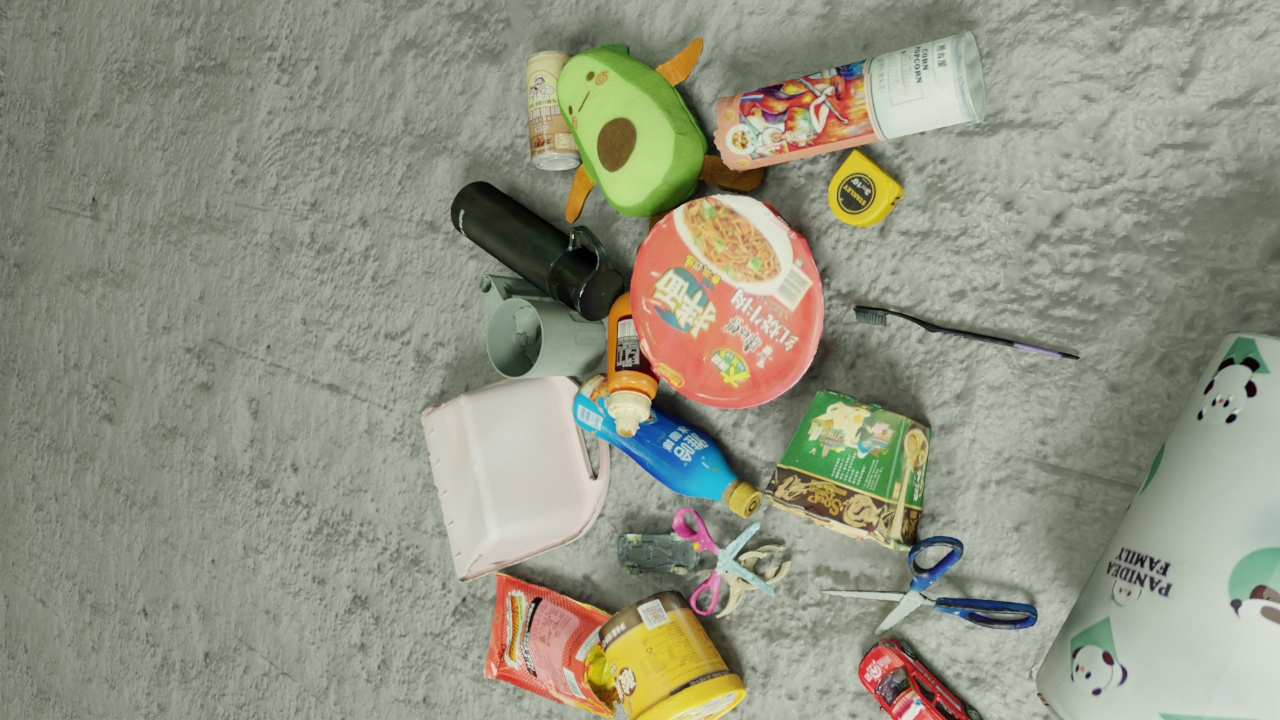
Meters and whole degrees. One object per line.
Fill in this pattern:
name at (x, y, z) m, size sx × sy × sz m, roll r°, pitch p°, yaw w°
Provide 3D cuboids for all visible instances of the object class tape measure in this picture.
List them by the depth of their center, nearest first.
tape measure at (0.193, -0.145, 0.795) m, size 0.060 × 0.028 × 0.057 m, roll 49°, pitch 117°, yaw 26°

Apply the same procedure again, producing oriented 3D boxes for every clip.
clip at (0.098, 0.206, 0.871) m, size 0.100 × 0.034 × 0.070 m, roll -37°, pitch 69°, yaw 37°

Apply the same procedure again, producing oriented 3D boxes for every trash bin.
trash bin at (0.390, 0.131, 0.534) m, size 0.230 × 0.229 × 0.252 m, roll 26°, pitch 100°, yaw 35°

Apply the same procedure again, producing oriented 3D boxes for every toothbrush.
toothbrush at (0.261, -0.021, 0.754) m, size 0.189 × 0.014 × 0.017 m, roll 17°, pitch 108°, yaw 36°

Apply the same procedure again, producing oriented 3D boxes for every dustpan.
dustpan at (-0.146, 0.130, 1.075) m, size 0.274 × 0.138 × 0.222 m, roll -33°, pitch 70°, yaw 63°

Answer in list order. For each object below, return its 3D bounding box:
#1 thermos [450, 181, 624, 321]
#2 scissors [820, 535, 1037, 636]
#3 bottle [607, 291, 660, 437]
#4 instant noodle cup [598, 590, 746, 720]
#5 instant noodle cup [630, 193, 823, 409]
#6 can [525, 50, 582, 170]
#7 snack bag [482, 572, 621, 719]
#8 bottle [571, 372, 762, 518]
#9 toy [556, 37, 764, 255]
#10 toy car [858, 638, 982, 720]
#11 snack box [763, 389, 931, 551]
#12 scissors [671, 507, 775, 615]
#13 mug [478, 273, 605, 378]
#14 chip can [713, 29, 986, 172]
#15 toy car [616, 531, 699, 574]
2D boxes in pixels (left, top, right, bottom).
thermos at (-0.112, -0.131, 0.989) m, size 0.242 × 0.068 × 0.090 m, roll 34°, pitch 126°, yaw 38°
scissors at (0.232, 0.190, 0.738) m, size 0.162 × 0.012 × 0.176 m, roll 13°, pitch 139°, yaw 10°
bottle at (-0.005, 0.005, 0.897) m, size 0.067 × 0.066 × 0.149 m, roll -17°, pitch 53°, yaw 37°
instant noodle cup at (0.024, 0.294, 0.882) m, size 0.119 × 0.118 × 0.114 m, roll -46°, pitch 57°, yaw 28°
instant noodle cup at (0.088, -0.055, 0.842) m, size 0.194 × 0.065 × 0.194 m, roll 8°, pitch 106°, yaw 32°
can at (-0.093, -0.270, 0.996) m, size 0.059 × 0.058 × 0.116 m, roll -5°, pitch 87°, yaw 38°
snack bag at (-0.100, 0.312, 1.010) m, size 0.208 × 0.073 × 0.128 m, roll 3°, pitch 91°, yaw 43°
bottle at (0.026, 0.085, 0.905) m, size 0.219 × 0.065 × 0.065 m, roll 31°, pitch 109°, yaw 33°
toy at (-0.003, -0.218, 0.909) m, size 0.227 × 0.089 × 0.246 m, roll -46°, pitch 68°, yaw 22°
toy car at (0.233, 0.287, 0.761) m, size 0.120 × 0.045 × 0.053 m, roll 44°, pitch 114°, yaw 31°
snack box at (0.183, 0.089, 0.765) m, size 0.118 × 0.117 × 0.105 m, roll 19°, pitch 89°, yaw 34°
scissors at (0.074, 0.193, 0.864) m, size 0.133 × 0.017 × 0.134 m, roll 29°, pitch 113°, yaw 42°
mug at (-0.107, -0.039, 0.982) m, size 0.084 × 0.103 × 0.124 m, roll -42°, pitch 65°, yaw 30°
chip can at (0.171, -0.213, 0.772) m, size 0.215 × 0.071 × 0.071 m, roll -6°, pitch 87°, yaw 32°
toy car at (0.019, 0.194, 0.931) m, size 0.091 × 0.034 × 0.043 m, roll -8°, pitch 83°, yaw 28°
